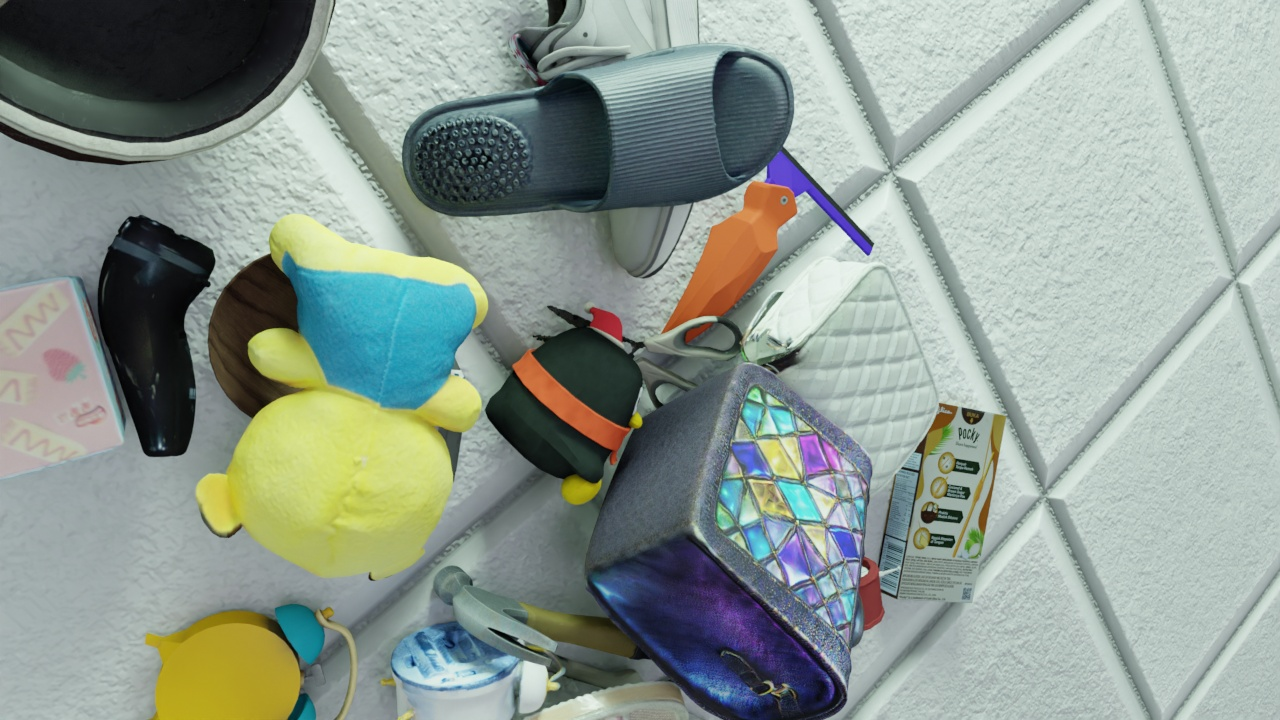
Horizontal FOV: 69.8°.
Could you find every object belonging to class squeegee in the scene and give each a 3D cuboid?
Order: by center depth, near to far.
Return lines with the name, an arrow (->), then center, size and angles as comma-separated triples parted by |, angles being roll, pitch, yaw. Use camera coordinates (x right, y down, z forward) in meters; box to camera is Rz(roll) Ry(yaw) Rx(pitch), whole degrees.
squeegee -> 0.077, -0.087, 0.734 | 0.249, 0.055, 0.185 | 36, 89, -33

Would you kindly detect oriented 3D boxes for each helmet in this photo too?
helmet -> -0.266, -0.205, 0.423 | 0.233, 0.253, 0.234 | -38, 136, -14

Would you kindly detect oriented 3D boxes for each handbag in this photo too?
handbag -> 0.089, 0.138, 0.677 | 0.222, 0.126, 0.204 | 43, 41, -19
handbag -> 0.166, 0.017, 0.764 | 0.138, 0.072, 0.195 | -46, 126, -19

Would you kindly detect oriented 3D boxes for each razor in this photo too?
razor -> -0.278, -0.014, 0.539 | 0.063, 0.053, 0.140 | -9, 87, -9

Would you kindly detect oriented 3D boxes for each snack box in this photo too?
snack box -> -0.336, 0.008, 0.499 | 0.079, 0.093, 0.095 | -18, 103, -26
snack box -> 0.289, 0.136, 0.883 | 0.101, 0.032, 0.186 | 10, 90, -29

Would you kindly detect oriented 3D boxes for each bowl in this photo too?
bowl -> -0.216, -0.014, 0.596 | 0.119, 0.032, 0.119 | -3, 96, -28

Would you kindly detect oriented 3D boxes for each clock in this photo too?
clock -> -0.251, 0.208, 0.596 | 0.129, 0.044, 0.099 | 6, 92, -21
clock -> -0.114, 0.220, 0.643 | 0.125, 0.089, 0.052 | -4, 102, -26
clock -> 0.157, 0.203, 0.788 | 0.124, 0.087, 0.044 | -14, 100, -29

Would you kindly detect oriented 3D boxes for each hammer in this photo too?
hammer -> 0.011, 0.217, 0.705 | 0.332, 0.118, 0.025 | 21, 88, -33

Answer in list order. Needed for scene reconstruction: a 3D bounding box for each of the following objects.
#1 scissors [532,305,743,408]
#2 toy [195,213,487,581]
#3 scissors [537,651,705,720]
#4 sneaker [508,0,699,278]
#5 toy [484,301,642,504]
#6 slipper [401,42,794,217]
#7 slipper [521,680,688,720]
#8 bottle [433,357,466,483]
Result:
scissors -> 0.007, -0.011, 0.711 | 0.154, 0.012, 0.163 | -31, 120, 5
toy -> -0.173, 0.031, 0.556 | 0.149, 0.084, 0.214 | 16, 89, -19
scissors -> -0.029, 0.279, 0.737 | 0.199, 0.015, 0.179 | -38, 111, -21
sneaker -> -0.027, -0.189, 0.654 | 0.128, 0.097, 0.263 | -5, 99, -16
toy -> -0.044, 0.024, 0.651 | 0.099, 0.097, 0.119 | 37, 96, -15
slipper -> -0.031, -0.137, 0.588 | 0.264, 0.082, 0.101 | -8, 109, 7
slipper -> -0.084, 0.304, 0.653 | 0.262, 0.052, 0.115 | -16, 137, -15
bottle -> -0.144, 0.036, 0.632 | 0.047, 0.047, 0.112 | 9, 91, -29
